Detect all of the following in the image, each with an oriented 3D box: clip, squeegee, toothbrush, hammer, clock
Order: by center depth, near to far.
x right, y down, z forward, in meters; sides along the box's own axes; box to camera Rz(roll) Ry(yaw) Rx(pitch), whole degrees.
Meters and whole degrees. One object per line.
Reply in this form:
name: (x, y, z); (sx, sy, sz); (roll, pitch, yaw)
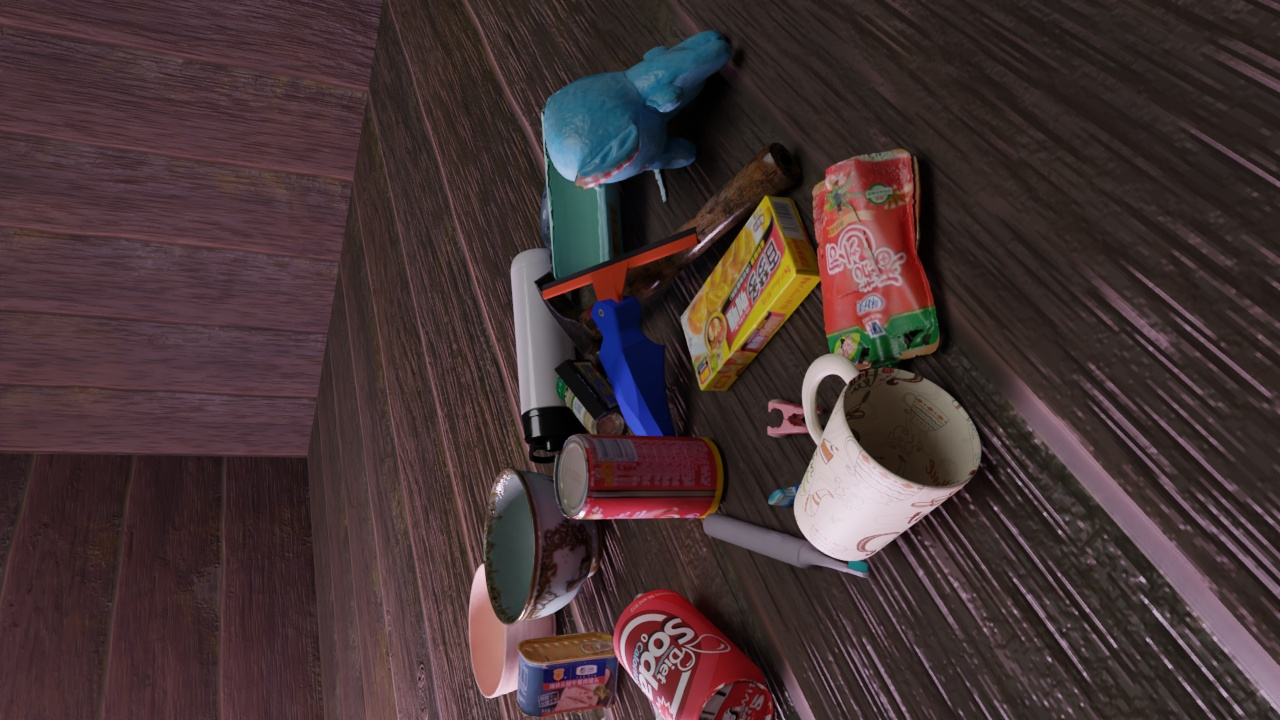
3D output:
toothbrush: (0.123, 0.067, 0.610); (0.133, 0.016, 0.021); (-55, 42, 48)
clip: (0.107, 0.037, 0.644); (0.060, 0.023, 0.043); (131, 134, -60)
toothbrush: (0.099, 0.131, 0.649); (0.188, 0.018, 0.019); (1, 89, 64)
squeegee: (-0.005, 0.005, 0.789); (0.250, 0.055, 0.185); (-11, 103, 56)
hammer: (0.015, -0.091, 0.790); (0.120, 0.033, 0.331); (50, 141, -3)
clock: (-0.080, -0.168, 1.021); (0.124, 0.051, 0.089); (-149, 64, -62)

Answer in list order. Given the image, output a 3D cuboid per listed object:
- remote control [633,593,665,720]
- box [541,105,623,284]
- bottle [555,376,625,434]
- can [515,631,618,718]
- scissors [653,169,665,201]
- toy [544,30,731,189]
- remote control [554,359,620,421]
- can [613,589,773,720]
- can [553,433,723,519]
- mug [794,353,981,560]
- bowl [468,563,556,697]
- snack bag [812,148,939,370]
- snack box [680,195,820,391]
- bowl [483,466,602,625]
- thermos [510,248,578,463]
remote control: (0.014, 0.268, 0.800); (0.050, 0.022, 0.133); (-67, 31, 33)
box: (-0.051, -0.172, 0.908); (0.091, 0.077, 0.188); (162, 105, -77)
bottle: (-0.051, 0.044, 0.944); (0.110, 0.042, 0.043); (43, 124, 56)
can: (-0.069, 0.302, 0.882); (0.054, 0.099, 0.059); (-162, 74, -65)
scissors: (0.006, -0.199, 0.891); (0.117, 0.014, 0.130); (-54, 47, 53)
toy: (0.004, -0.213, 0.794); (0.181, 0.115, 0.183); (-28, 31, 13)
remote control: (-0.043, 0.024, 0.830); (0.058, 0.013, 0.133); (51, -175, 3)
can: (0.036, 0.235, 0.699); (0.142, 0.074, 0.074); (27, 111, 62)
can: (0.000, 0.093, 0.736); (0.067, 0.124, 0.066); (-16, 73, 63)
mug: (0.126, 0.051, 0.538); (0.122, 0.081, 0.097); (63, 149, 33)
bowl: (-0.144, 0.308, 1.060); (0.153, 0.076, 0.153); (-177, 90, -65)
snack bag: (0.145, -0.047, 0.565); (0.087, 0.044, 0.155); (-16, 78, 54)
snack box: (0.080, -0.048, 0.703); (0.153, 0.025, 0.075); (-55, 40, 47)
bowl: (-0.096, 0.191, 0.955); (0.160, 0.093, 0.159); (-16, 72, 63)
thermos: (-0.110, -0.005, 1.051); (0.101, 0.068, 0.229); (126, 140, -68)
